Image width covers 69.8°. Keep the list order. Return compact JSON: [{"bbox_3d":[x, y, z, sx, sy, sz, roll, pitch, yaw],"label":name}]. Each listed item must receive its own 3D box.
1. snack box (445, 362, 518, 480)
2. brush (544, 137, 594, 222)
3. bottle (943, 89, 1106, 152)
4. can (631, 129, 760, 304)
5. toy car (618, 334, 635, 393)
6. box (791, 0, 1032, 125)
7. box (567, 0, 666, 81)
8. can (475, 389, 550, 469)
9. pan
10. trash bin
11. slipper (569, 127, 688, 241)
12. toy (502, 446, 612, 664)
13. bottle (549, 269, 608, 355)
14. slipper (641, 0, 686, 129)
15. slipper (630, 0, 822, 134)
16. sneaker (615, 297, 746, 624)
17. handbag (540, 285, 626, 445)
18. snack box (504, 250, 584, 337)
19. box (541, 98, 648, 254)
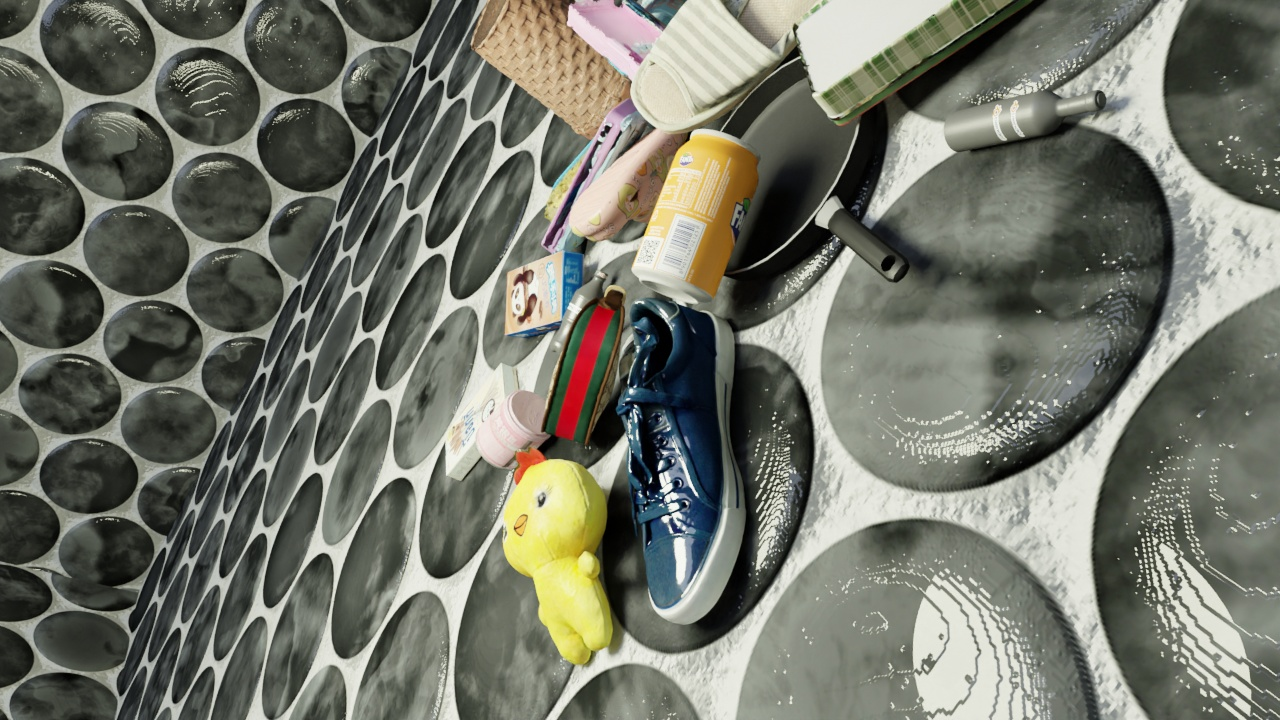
[{"bbox_3d":[-0.210,0.081,1.210,0.150,0.026,0.081,-49,34,27],"label":"snack box"},{"bbox_3d":[-0.073,-0.235,1.198,0.136,0.055,0.075,-40,16,37],"label":"brush"},{"bbox_3d":[0.264,-0.167,0.630,0.113,0.030,0.030,3,71,59],"label":"bottle"},{"bbox_3d":[0.052,-0.127,0.824,0.079,0.079,0.142,15,82,60],"label":"can"},{"bbox_3d":[-0.006,0.005,0.937,0.039,0.027,0.089,-42,37,38],"label":"toy car"},{"bbox_3d":[0.223,-0.284,0.731,0.206,0.050,0.117,-33,45,28],"label":"box"},{"bbox_3d":[0.009,-0.369,1.036,0.230,0.084,0.077,50,148,33],"label":"box"},{"bbox_3d":[-0.144,0.080,1.065,0.076,0.067,0.067,-44,36,34],"label":"can"},{"bbox_3d":[0.145,-0.145,0.800,0.226,0.034,0.356,-55,31,17],"label":"pan"},{"bbox_3d":[-0.110,-0.407,1.223,0.152,0.210,0.151,-39,39,39],"label":"trash bin"},{"bbox_3d":[0.004,-0.192,1.026,0.093,0.081,0.196,-13,33,53],"label":"slipper"},{"bbox_3d":[-0.073,0.178,0.865,0.134,0.092,0.207,-46,44,40],"label":"toy"},{"bbox_3d":[-0.069,-0.055,1.073,0.110,0.036,0.036,-63,30,4],"label":"bottle"},{"bbox_3d":[0.021,-0.394,1.143,0.104,0.074,0.244,-32,45,43],"label":"slipper"},{"bbox_3d":[0.104,-0.337,0.916,0.273,0.054,0.114,-37,81,15],"label":"slipper"},{"bbox_3d":[0.016,0.066,0.766,0.121,0.127,0.293,-35,43,43],"label":"sneaker"},{"bbox_3d":[-0.053,0.001,0.956,0.138,0.063,0.167,-77,4,-59],"label":"handbag"},{"bbox_3d":[-0.123,-0.081,1.162,0.152,0.034,0.087,-10,77,55],"label":"snack box"},{"bbox_3d":[-0.055,-0.216,1.109,0.215,0.036,0.076,-56,-2,38],"label":"box"}]
